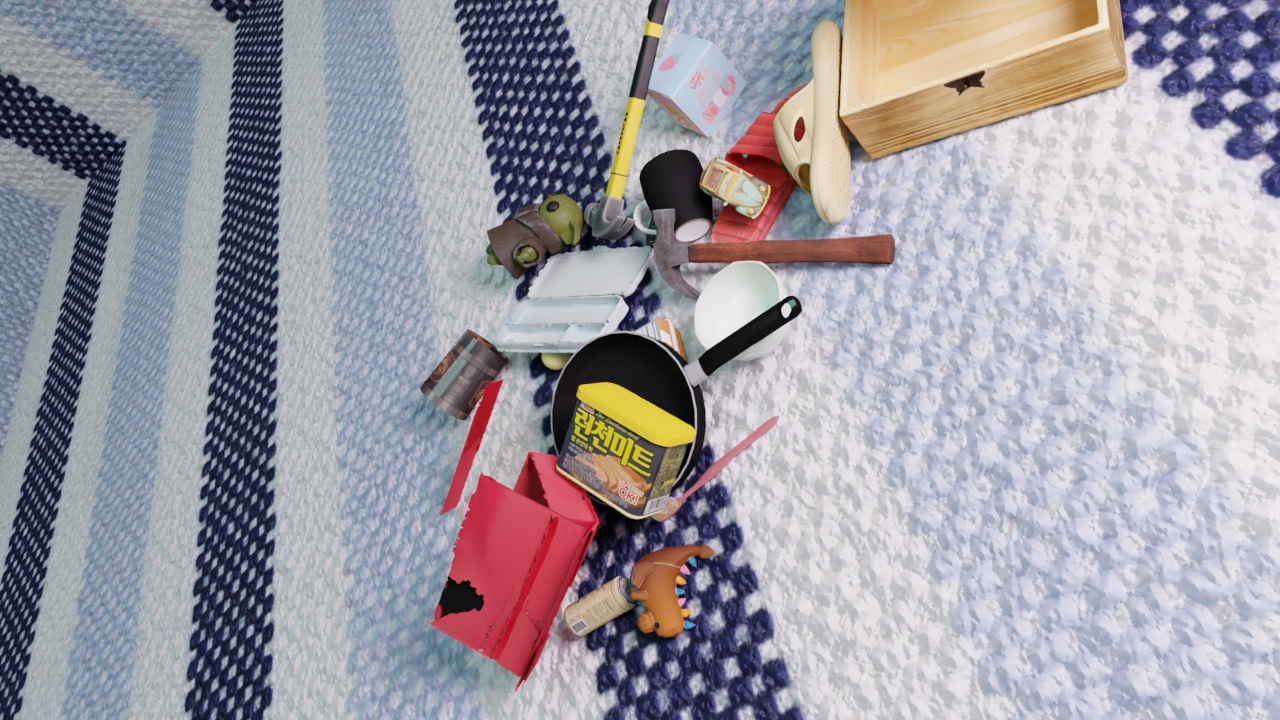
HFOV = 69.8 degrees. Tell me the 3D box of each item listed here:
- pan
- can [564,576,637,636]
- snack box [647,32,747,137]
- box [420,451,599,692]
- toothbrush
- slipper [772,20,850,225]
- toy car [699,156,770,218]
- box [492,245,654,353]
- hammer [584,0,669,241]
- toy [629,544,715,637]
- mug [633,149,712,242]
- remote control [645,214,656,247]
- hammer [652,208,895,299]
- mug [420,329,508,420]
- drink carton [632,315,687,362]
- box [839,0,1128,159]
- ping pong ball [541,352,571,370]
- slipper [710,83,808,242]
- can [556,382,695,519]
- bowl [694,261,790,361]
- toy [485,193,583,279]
[{"bbox_3d":[0.041,0.030,1.034,0.357,0.044,0.204,-35,71,28],"label":"pan"},{"bbox_3d":[-0.044,0.275,1.029,0.080,0.038,0.038,-34,49,21],"label":"can"},{"bbox_3d":[0.072,-0.377,1.255,0.093,0.094,0.079,-55,45,2],"label":"snack box"},{"bbox_3d":[-0.138,0.279,0.898,0.466,0.138,0.215,-90,23,-67],"label":"box"},{"bbox_3d":[0.083,0.120,1.026,0.185,0.015,0.015,-41,53,12],"label":"toothbrush"},{"bbox_3d":[0.199,-0.272,1.065,0.079,0.111,0.261,-4,68,27],"label":"slipper"},{"bbox_3d":[0.104,-0.213,1.107,0.112,0.047,0.047,38,112,39],"label":"toy car"},{"bbox_3d":[-0.091,-0.082,1.256,0.209,0.037,0.189,0,47,39],"label":"box"},{"bbox_3d":[-0.011,-0.316,1.214,0.170,0.034,0.325,-132,54,-68],"label":"hammer"},{"bbox_3d":[0.039,0.245,0.982,0.103,0.071,0.090,-21,65,2],"label":"toy"},{"bbox_3d":[0.040,-0.200,1.197,0.119,0.084,0.100,-36,61,34],"label":"mug"},{"bbox_3d":[0.033,-0.211,1.256,0.047,0.009,0.124,-9,61,37],"label":"remote control"},{"bbox_3d":[0.148,-0.127,1.074,0.301,0.028,0.111,3,104,33],"label":"hammer"},{"bbox_3d":[-0.256,0.016,1.335,0.107,0.080,0.116,-53,19,2],"label":"mug"},{"bbox_3d":[-0.007,0.007,1.140,0.125,0.048,0.076,-30,50,24],"label":"drink carton"},{"bbox_3d":[0.323,-0.423,0.959,0.280,0.264,0.269,-12,57,37],"label":"box"},{"bbox_3d":[-0.114,-0.007,1.244,0.040,0.040,0.040,-20,55,31],"label":"ping pong ball"},{"bbox_3d":[0.152,-0.243,1.141,0.103,0.059,0.248,26,86,45],"label":"slipper"},{"bbox_3d":[-0.019,0.098,1.006,0.131,0.072,0.101,28,108,30],"label":"can"},{"bbox_3d":[0.125,-0.050,1.049,0.118,0.061,0.117,-17,63,35],"label":"bowl"},{"bbox_3d":[-0.155,-0.185,1.338,0.153,0.078,0.179,-32,31,8],"label":"toy"}]
